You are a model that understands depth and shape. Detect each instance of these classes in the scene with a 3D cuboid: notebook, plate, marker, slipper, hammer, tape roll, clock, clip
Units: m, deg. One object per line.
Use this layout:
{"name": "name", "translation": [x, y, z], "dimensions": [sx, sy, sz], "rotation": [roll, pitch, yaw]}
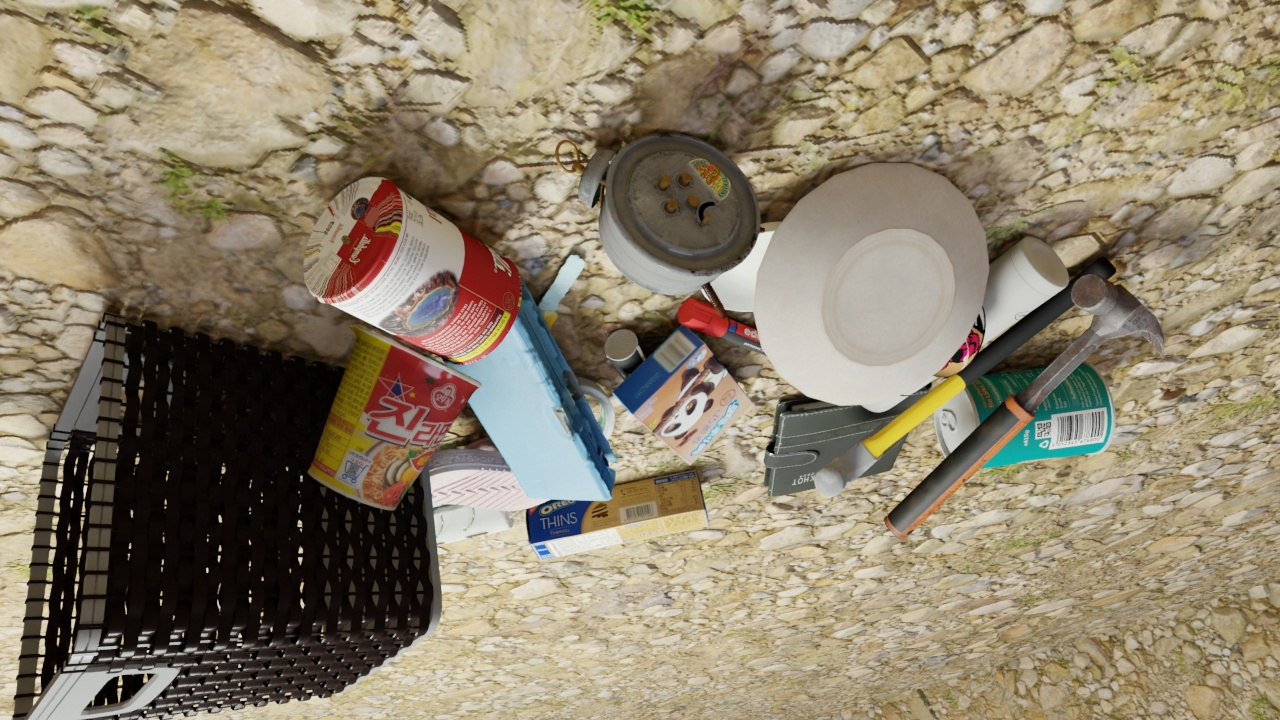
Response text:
{"name": "notebook", "translation": [0.221, 0.091, 1.027], "dimensions": [0.169, 0.029, 0.209], "rotation": [-11, 146, -3]}
{"name": "plate", "translation": [0.095, -0.078, 0.710], "dimensions": [0.104, 0.026, 0.104], "rotation": [-8, 150, -5]}
{"name": "marker", "translation": [0.092, -0.023, 0.804], "dimensions": [0.145, 0.021, 0.023], "rotation": [18, 109, -39]}
{"name": "slipper", "translation": [-0.140, 0.099, 0.895], "dimensions": [0.094, 0.064, 0.239], "rotation": [-29, 158, 23]}
{"name": "hammer", "translation": [0.304, 0.017, 0.867], "dimensions": [0.324, 0.029, 0.126], "rotation": [-44, 166, 25]}
{"name": "tape roll", "translation": [-0.070, 0.058, 0.854], "dimensions": [0.093, 0.018, 0.094], "rotation": [-12, 125, -18]}
{"name": "hammer", "translation": [0.348, 0.060, 0.858], "dimensions": [0.137, 0.035, 0.315], "rotation": [16, 124, -34]}
{"name": "clock", "translation": [0.011, -0.100, 0.591], "dimensions": [0.148, 0.103, 0.056], "rotation": [28, 151, -5]}
{"name": "clip", "translation": [-0.202, 0.161, 0.964], "dimensions": [0.126, 0.099, 0.152], "rotation": [-14, 159, 1]}
{"name": "plate", "translation": [0.178, -0.049, 0.679], "dimensions": [0.188, 0.027, 0.189], "rotation": [-4, 112, -11]}

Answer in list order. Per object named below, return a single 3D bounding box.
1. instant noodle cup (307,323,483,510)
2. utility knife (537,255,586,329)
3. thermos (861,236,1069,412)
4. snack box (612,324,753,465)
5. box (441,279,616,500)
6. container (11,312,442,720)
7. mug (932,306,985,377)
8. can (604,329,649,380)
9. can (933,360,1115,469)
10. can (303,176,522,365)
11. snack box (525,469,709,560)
{"name": "instant noodle cup", "translation": [-0.183, 0.045, 0.667], "dimensions": [0.100, 0.112, 0.100], "rotation": [24, 173, 3]}
{"name": "utility knife", "translation": [-0.094, -0.021, 0.761], "dimensions": [0.030, 0.019, 0.218], "rotation": [-1, 146, -31]}
{"name": "thermos", "translation": [0.277, -0.024, 0.828], "dimensions": [0.052, 0.052, 0.225], "rotation": [9, 144, -30]}
{"name": "snack box", "translation": [0.042, 0.035, 0.831], "dimensions": [0.087, 0.034, 0.151], "rotation": [-44, 147, 0]}
{"name": "box", "translation": [-0.093, 0.032, 0.771], "dimensions": [0.093, 0.053, 0.232], "rotation": [-2, 136, 23]}
{"name": "container", "translation": [-0.328, 0.142, 0.738], "dimensions": [0.243, 0.245, 0.248], "rotation": [12, 143, -38]}
{"name": "mug", "translation": [0.215, -0.021, 0.779], "dimensions": [0.098, 0.081, 0.118], "rotation": [9, 135, -30]}
{"name": "can", "translation": [-0.005, 0.005, 0.810], "dimensions": [0.031, 0.031, 0.080], "rotation": [-17, 149, 10]}
{"name": "can", "translation": [0.395, 0.058, 0.953], "dimensions": [0.144, 0.099, 0.099], "rotation": [-7, 149, -5]}
{"name": "can", "translation": [-0.149, -0.057, 0.612], "dimensions": [0.087, 0.086, 0.116], "rotation": [-26, 146, 25]}
{"name": "snack box", "translation": [-0.027, 0.180, 1.071], "dimensions": [0.207, 0.057, 0.056], "rotation": [-11, 146, 2]}
